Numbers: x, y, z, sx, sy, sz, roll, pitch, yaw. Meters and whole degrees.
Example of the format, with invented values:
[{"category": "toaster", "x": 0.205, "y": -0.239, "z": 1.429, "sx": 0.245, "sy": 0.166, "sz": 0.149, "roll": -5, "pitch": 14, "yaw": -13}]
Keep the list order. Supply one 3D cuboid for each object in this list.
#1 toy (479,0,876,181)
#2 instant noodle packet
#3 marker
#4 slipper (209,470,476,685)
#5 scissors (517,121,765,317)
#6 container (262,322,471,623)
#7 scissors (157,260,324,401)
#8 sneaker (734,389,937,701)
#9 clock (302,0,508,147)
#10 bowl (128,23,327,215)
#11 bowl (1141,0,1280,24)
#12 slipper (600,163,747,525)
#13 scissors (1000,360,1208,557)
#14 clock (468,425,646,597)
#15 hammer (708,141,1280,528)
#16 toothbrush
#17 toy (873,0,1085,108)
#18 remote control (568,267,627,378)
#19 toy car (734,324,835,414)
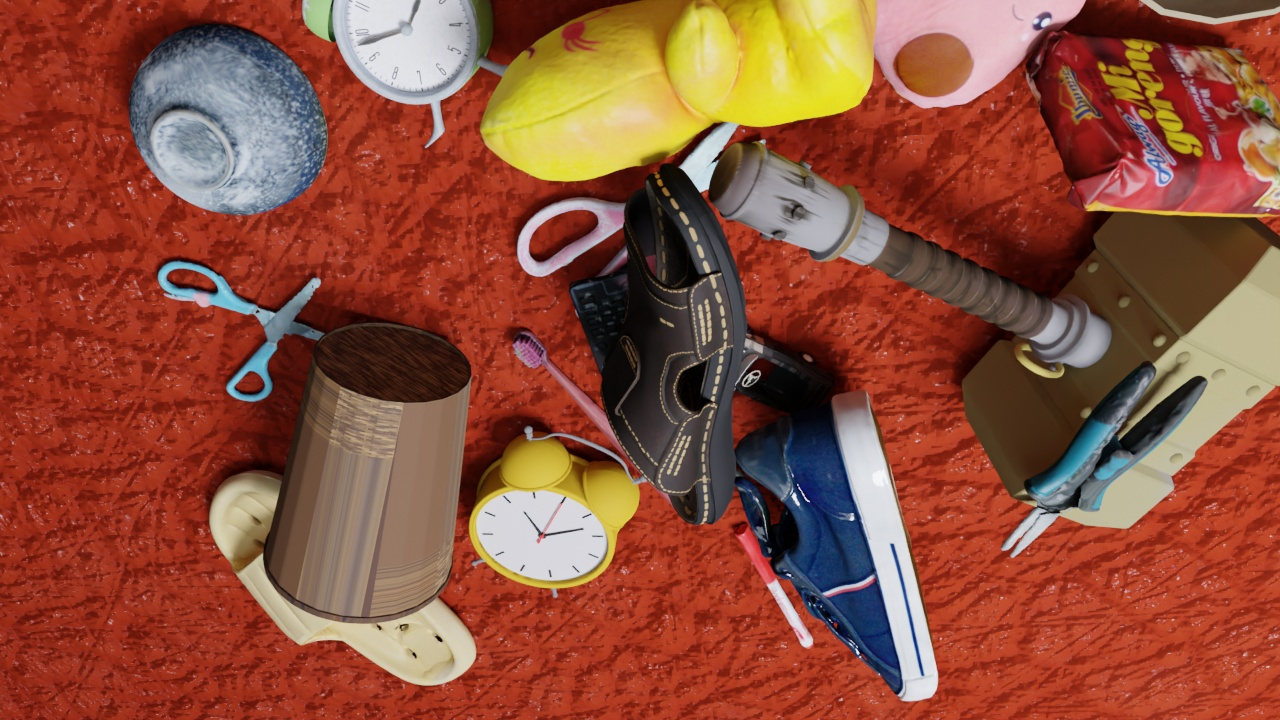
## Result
[{"category": "toy", "x": 0.025, "y": -0.147, "z": 0.458, "sx": 0.194, "sy": 0.134, "sz": 0.087, "roll": -15, "pitch": 117, "yaw": 20}, {"category": "instant noodle packet", "x": 0.264, "y": -0.119, "z": 0.460, "sx": 0.135, "sy": 0.098, "sz": 0.040, "roll": 0, "pitch": 155, "yaw": -15}, {"category": "marker", "x": 0.109, "y": 0.183, "z": 0.734, "sx": 0.013, "sy": 0.012, "sz": 0.142, "roll": -21, "pitch": 118, "yaw": 18}, {"category": "slipper", "x": -0.246, "y": 0.199, "z": 0.741, "sx": 0.112, "sy": 0.079, "sz": 0.261, "roll": -34, "pitch": 114, "yaw": 27}, {"category": "scissors", "x": -0.004, "y": -0.099, "z": 0.562, "sx": 0.103, "sy": 0.016, "sz": 0.179, "roll": 34, "pitch": 120, "yaw": -17}, {"category": "container", "x": -0.180, "y": 0.071, "z": 0.628, "sx": 0.132, "sy": 0.132, "sz": 0.168, "roll": 15, "pitch": 117, "yaw": -4}, {"category": "scissors", "x": -0.271, "y": -0.017, "z": 0.643, "sx": 0.135, "sy": 0.015, "sz": 0.134, "roll": 21, "pitch": 124, "yaw": -1}, {"category": "sneaker", "x": 0.132, "y": 0.146, "z": 0.651, "sx": 0.127, "sy": 0.120, "sz": 0.295, "roll": -16, "pitch": 127, "yaw": 15}, {"category": "clock", "x": -0.128, "y": -0.189, "z": 0.500, "sx": 0.094, "sy": 0.042, "sz": 0.119, "roll": -32, "pitch": 115, "yaw": 22}, {"category": "bowl", "x": -0.251, "y": -0.132, "z": 0.539, "sx": 0.114, "sy": 0.060, "sz": 0.114, "roll": 3, "pitch": 123, "yaw": 5}, {"category": "bowl", "x": 0.277, "y": -0.240, "z": 0.422, "sx": 0.152, "sy": 0.050, "sz": 0.152, "roll": 3, "pitch": 123, "yaw": 4}, {"category": "slipper", "x": 0.012, "y": 0.007, "z": 0.531, "sx": 0.075, "sy": 0.113, "sz": 0.268, "roll": -16, "pitch": 137, "yaw": -12}, {"category": "scissors", "x": 0.250, "y": 0.058, "z": 0.500, "sx": 0.142, "sy": 0.019, "sz": 0.127, "roll": -23, "pitch": 127, "yaw": 14}, {"category": "clock", "x": -0.065, "y": 0.112, "z": 0.682, "sx": 0.113, "sy": 0.051, "sz": 0.152, "roll": 24, "pitch": 125, "yaw": -10}, {"category": "hammer", "x": 0.183, "y": -0.038, "z": 0.495, "sx": 0.324, "sy": 0.100, "sz": 0.191, "roll": 20, "pitch": 123, "yaw": -20}, {"category": "toothbrush", "x": -0.025, "y": 0.048, "z": 0.657, "sx": 0.016, "sy": 0.016, "sz": 0.190, "roll": -33, "pitch": 114, "yaw": 23}, {"category": "toy", "x": 0.172, "y": -0.182, "z": 0.469, "sx": 0.110, "sy": 0.051, "sz": 0.090, "roll": -29, "pitch": 121, "yaw": 19}, {"category": "remote control", "x": -0.004, "y": 0.004, "z": 0.616, "sx": 0.047, "sy": 0.022, "sz": 0.150, "roll": -13, "pitch": 125, "yaw": 8}, {"category": "toy car", "x": 0.082, "y": 0.009, "z": 0.608, "sx": 0.092, "sy": 0.037, "sz": 0.040, "roll": 25, "pitch": 121, "yaw": -10}]
